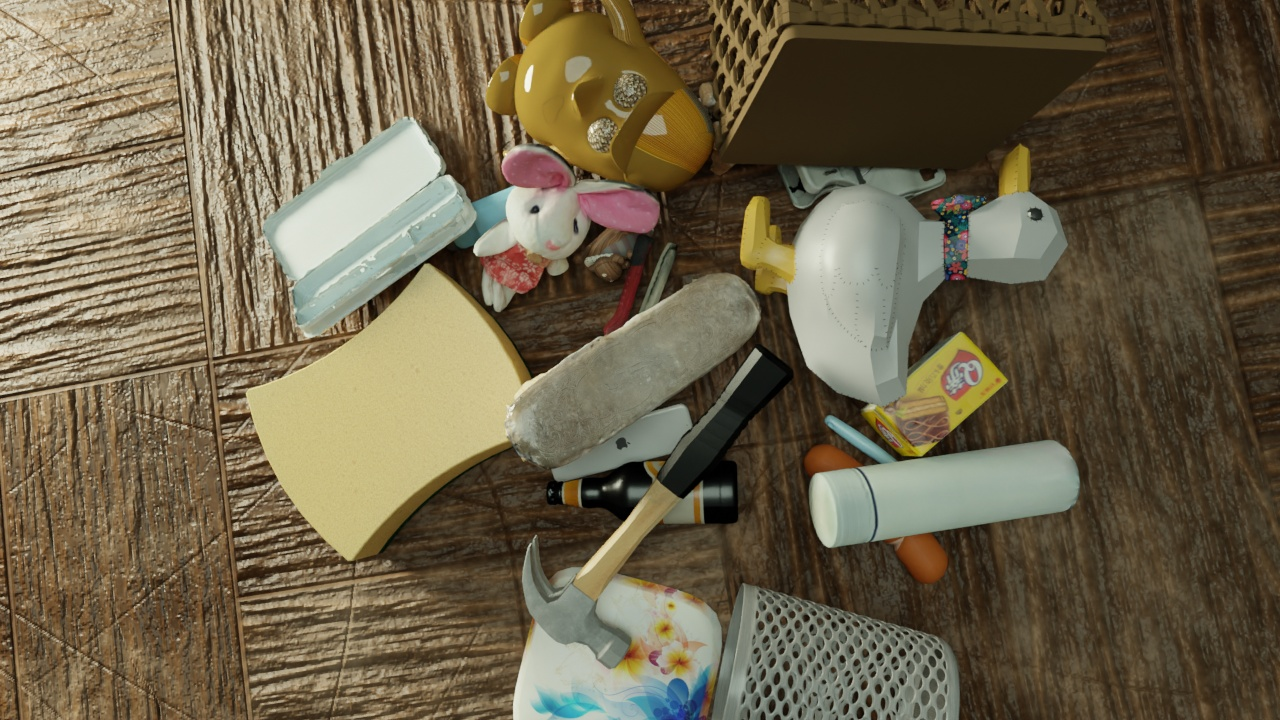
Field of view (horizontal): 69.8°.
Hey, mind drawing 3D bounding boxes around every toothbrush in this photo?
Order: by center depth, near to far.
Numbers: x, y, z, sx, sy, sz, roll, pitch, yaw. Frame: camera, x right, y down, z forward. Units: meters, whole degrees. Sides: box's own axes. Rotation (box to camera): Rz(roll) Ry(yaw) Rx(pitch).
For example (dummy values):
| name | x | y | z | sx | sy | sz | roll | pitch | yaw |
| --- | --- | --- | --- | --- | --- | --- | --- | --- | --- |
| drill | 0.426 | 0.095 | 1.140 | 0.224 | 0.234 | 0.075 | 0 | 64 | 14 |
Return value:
| name | x | y | z | sx | sy | sz | roll | pitch | yaw |
| --- | --- | --- | --- | --- | --- | --- | --- | --- | --- |
| toothbrush | 0.239 | 0.100 | 0.870 | 0.155 | 0.022 | 0.016 | 36 | 47 | 9 |

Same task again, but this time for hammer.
| name | x | y | z | sx | sy | sz | roll | pitch | yaw |
| --- | --- | --- | --- | --- | --- | --- | --- | --- | --- |
| hammer | 0.017 | 0.124 | 0.822 | 0.131 | 0.039 | 0.328 | 38 | 102 | -1 |

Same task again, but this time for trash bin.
| name | x | y | z | sx | sy | sz | roll | pitch | yaw |
| --- | --- | --- | --- | --- | --- | --- | --- | --- | --- |
| trash bin | 0.163 | 0.291 | 0.792 | 0.183 | 0.156 | 0.156 | 12 | 86 | 5 |

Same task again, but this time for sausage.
| name | x | y | z | sx | sy | sz | roll | pitch | yaw |
| --- | --- | --- | --- | --- | --- | --- | --- | --- | --- |
| sausage | 0.221 | 0.139 | 0.856 | 0.164 | 0.039 | 0.044 | 44 | 88 | 9 |

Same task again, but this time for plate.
| name | x | y | z | sx | sy | sz | roll | pitch | yaw |
| --- | --- | --- | --- | --- | --- | --- | --- | --- | --- |
| plate | -0.024 | 0.303 | 0.880 | 0.187 | 0.016 | 0.187 | 13 | 86 | 8 |

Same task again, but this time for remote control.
| name | x | y | z | sx | sy | sz | roll | pitch | yaw |
| --- | --- | --- | --- | --- | --- | --- | --- | --- | --- |
| remote control | -0.020 | 0.081 | 0.902 | 0.147 | 0.008 | 0.045 | -15 | 96 | 5 |

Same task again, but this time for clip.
| name | x | y | z | sx | sy | sz | roll | pitch | yaw |
| --- | --- | --- | --- | --- | --- | --- | --- | --- | --- |
| clip | 0.208 | -0.201 | 0.887 | 0.144 | 0.074 | 0.124 | -22 | 80 | -2 |

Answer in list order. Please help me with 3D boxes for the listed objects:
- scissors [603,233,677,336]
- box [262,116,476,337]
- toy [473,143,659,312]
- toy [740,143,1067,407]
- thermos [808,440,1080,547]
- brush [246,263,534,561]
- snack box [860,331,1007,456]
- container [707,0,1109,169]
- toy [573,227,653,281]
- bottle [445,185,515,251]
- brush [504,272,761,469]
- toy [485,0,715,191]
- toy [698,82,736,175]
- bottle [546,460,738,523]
| name | x | y | z | sx | sy | sz | roll | pitch | yaw |
| --- | --- | --- | --- | --- | --- | --- | --- | --- | --- |
| scissors | -0.016 | -0.030 | 0.899 | 0.187 | 0.015 | 0.146 | -42 | 118 | -12 |
| box | -0.277 | -0.135 | 0.927 | 0.210 | 0.061 | 0.192 | -37 | 51 | 1 |
| toy | -0.096 | -0.122 | 0.867 | 0.195 | 0.159 | 0.084 | -39 | 45 | 36 |
| toy | 0.225 | -0.081 | 0.810 | 0.268 | 0.141 | 0.246 | 9 | 78 | 20 |
| thermos | 0.267 | 0.117 | 0.812 | 0.230 | 0.068 | 0.068 | -7 | 83 | -10 |
| brush | -0.233 | 0.051 | 0.900 | 0.250 | 0.075 | 0.195 | -35 | 82 | 2 |
| snack box | 0.265 | 0.033 | 0.840 | 0.106 | 0.083 | 0.061 | -41 | 82 | 0 |
| container | 0.201 | -0.305 | 0.766 | 0.251 | 0.220 | 0.214 | 0 | 79 | -8 |
| toy | -0.019 | -0.120 | 0.911 | 0.102 | 0.041 | 0.055 | -42 | 62 | 8 |
| bottle | -0.150 | -0.146 | 0.928 | 0.130 | 0.040 | 0.040 | -21 | 82 | 4 |
| brush | -0.005 | 0.005 | 0.847 | 0.270 | 0.057 | 0.083 | -34 | 93 | -16 |
| toy | -0.028 | -0.236 | 0.859 | 0.203 | 0.162 | 0.199 | 36 | 110 | 11 |
| toy | 0.102 | -0.247 | 0.902 | 0.106 | 0.074 | 0.085 | -24 | 69 | 0 |
| bottle | 0.001 | 0.126 | 0.873 | 0.182 | 0.059 | 0.059 | -1 | 84 | 7 |
